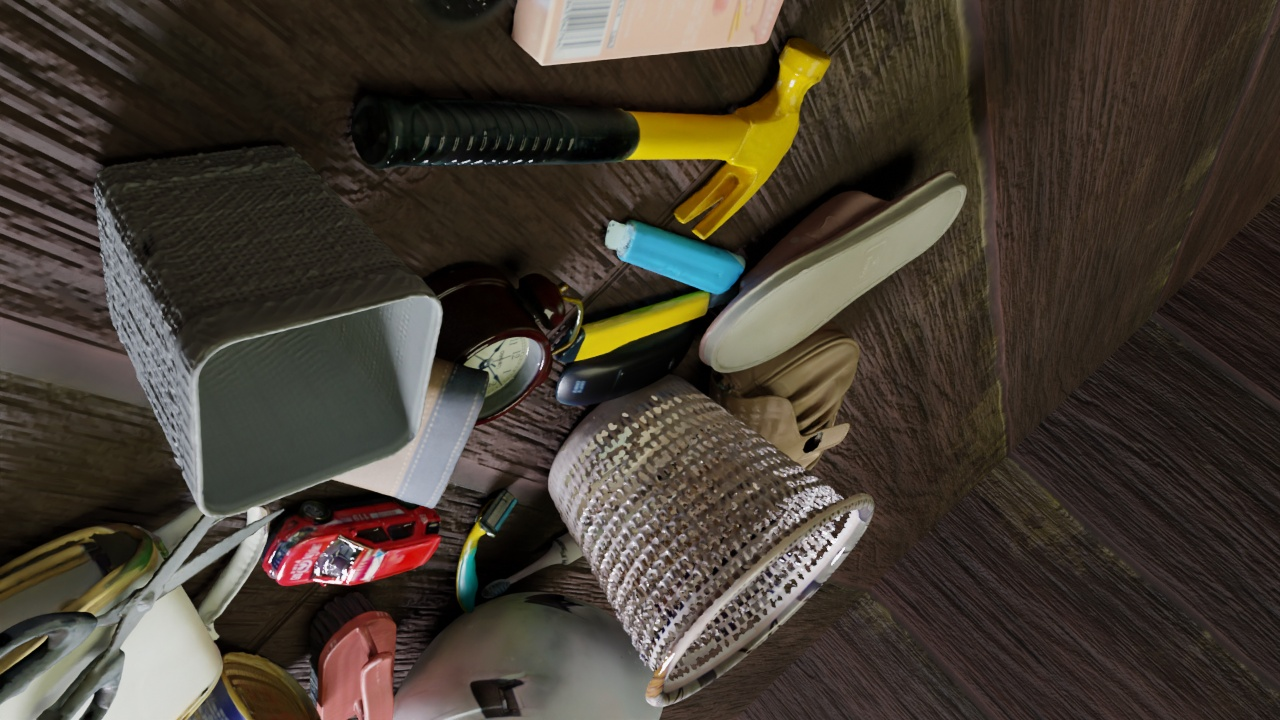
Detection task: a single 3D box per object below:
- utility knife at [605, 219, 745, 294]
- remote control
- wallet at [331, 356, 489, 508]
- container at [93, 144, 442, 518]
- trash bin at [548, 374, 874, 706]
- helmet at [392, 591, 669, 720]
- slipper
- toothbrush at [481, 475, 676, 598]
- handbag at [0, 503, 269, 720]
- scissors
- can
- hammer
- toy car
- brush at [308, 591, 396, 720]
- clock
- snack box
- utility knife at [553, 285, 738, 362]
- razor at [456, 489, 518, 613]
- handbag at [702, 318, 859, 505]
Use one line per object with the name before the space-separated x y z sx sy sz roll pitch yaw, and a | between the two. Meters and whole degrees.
utility knife | 0.024 -0.072 0.626 0.161 0.018 0.034 9 117 -56
remote control | -0.004 0.004 0.689 0.136 0.024 0.053 -21 145 -37
wallet | -0.143 0.026 0.461 0.115 0.033 0.090 17 122 -18
container | -0.149 -0.019 0.357 0.090 0.114 0.090 -20 145 -39
trash bin | 0.038 0.125 0.733 0.227 0.192 0.228 -33 152 -21
helmet | -0.114 0.284 0.768 0.259 0.146 0.228 -15 -160 29
slipper | 0.153 -0.081 0.746 0.274 0.054 0.114 -32 151 -16
toothbrush | -0.052 0.165 0.856 0.220 0.027 0.026 -25 180 -32
handbag | -0.277 0.144 0.497 0.178 0.063 0.164 -44 158 -34
scissors | -0.244 0.121 0.442 0.159 0.014 0.178 -65 163 11
can | -0.265 0.243 0.619 0.049 0.074 0.148 -35 161 -14
hammer | -0.012 -0.120 0.492 0.299 0.033 0.129 -13 139 -46
toy car | -0.181 0.116 0.590 0.120 0.045 0.053 2 128 -52
brush | -0.211 0.234 0.689 0.063 0.069 0.146 -24 147 -36
clock | -0.085 -0.010 0.522 0.121 0.055 0.082 -19 144 -35
snack box | 0.016 -0.189 0.433 0.156 0.026 0.085 -21 145 -38
utility knife | 0.011 -0.031 0.669 0.191 0.015 0.033 -19 151 -42
razor | -0.131 0.160 0.737 0.043 0.028 0.133 -63 175 -53
handbag | 0.127 0.051 0.852 0.147 0.100 0.205 -26 145 -24
